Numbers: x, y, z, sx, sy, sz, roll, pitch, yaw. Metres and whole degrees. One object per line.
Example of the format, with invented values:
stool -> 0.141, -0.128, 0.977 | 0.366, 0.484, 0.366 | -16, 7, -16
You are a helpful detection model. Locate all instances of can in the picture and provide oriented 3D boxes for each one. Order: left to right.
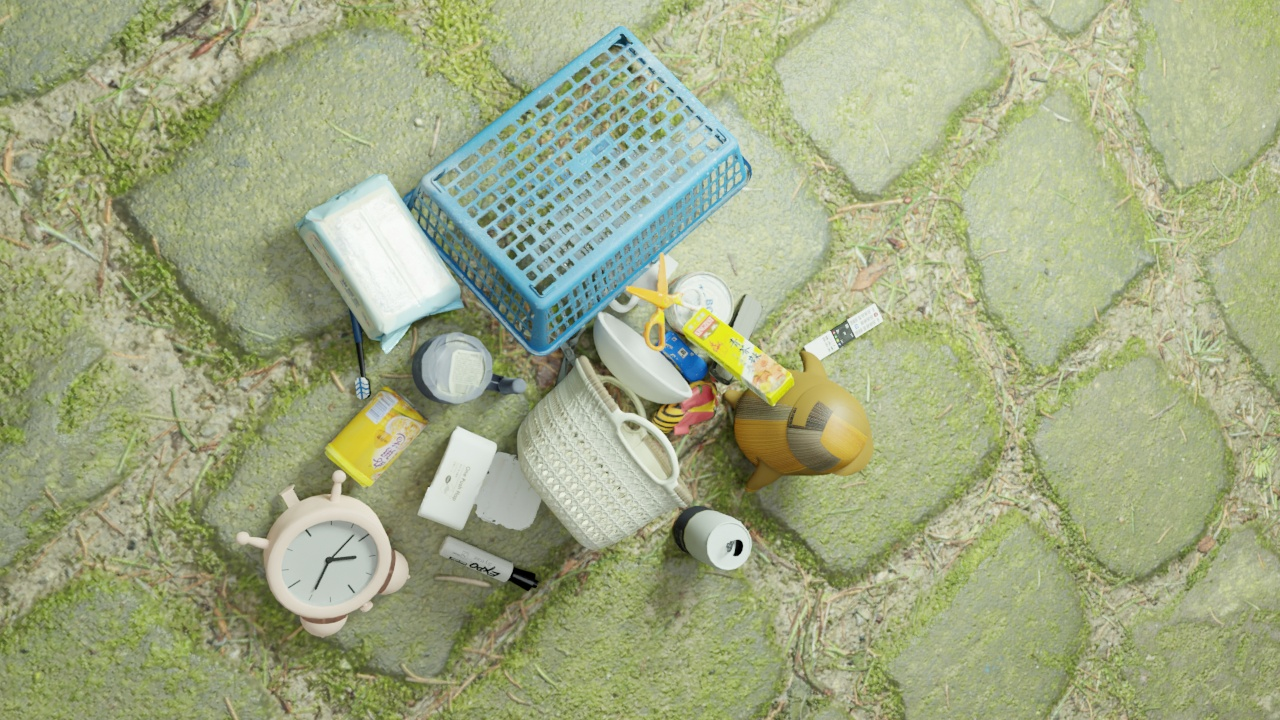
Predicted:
can -> -0.298, 0.085, 1.042 | 0.067, 0.068, 0.105 | 44, 77, -13
can -> 0.074, -0.071, 1.171 | 0.086, 0.043, 0.086 | -1, 92, -16
can -> 0.090, 0.219, 1.132 | 0.064, 0.127, 0.064 | 0, 90, -18

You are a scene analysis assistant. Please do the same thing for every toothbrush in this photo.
toothbrush -> -0.329, -0.039, 1.060 | 0.014, 0.014, 0.167 | -6, 92, 16

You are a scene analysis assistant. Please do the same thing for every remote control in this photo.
remote control -> 0.124, -0.027, 1.179 | 0.033, 0.013, 0.136 | 36, 56, -15
remote control -> 0.276, -0.036, 1.251 | 0.124, 0.012, 0.028 | -30, 99, -15

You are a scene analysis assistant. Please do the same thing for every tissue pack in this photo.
tissue pack -> -0.292, -0.110, 1.037 | 0.111, 0.070, 0.182 | -38, 104, -30

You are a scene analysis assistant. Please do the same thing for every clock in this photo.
clock -> -0.351, 0.217, 1.029 | 0.131, 0.086, 0.160 | -34, 109, -15

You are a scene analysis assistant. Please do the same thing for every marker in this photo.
marker -> -0.180, 0.245, 1.102 | 0.126, 0.025, 0.025 | 27, 82, -16

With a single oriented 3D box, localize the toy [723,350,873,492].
toy -> 0.207, 0.082, 1.129 | 0.162, 0.203, 0.198 | 27, 82, -16

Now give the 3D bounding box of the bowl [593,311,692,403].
bowl -> -0.006, 0.007, 1.102 | 0.149, 0.149, 0.043 | 39, 101, -14

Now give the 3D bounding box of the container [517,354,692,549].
container -> -0.046, 0.102, 1.036 | 0.143, 0.246, 0.184 | -38, 100, 0

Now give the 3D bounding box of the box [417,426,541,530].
box -> -0.175, 0.152, 1.072 | 0.137, 0.126, 0.108 | 25, 84, -7

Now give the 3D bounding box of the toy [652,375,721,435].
toy -> 0.063, 0.059, 1.159 | 0.103, 0.084, 0.046 | -29, 66, -13

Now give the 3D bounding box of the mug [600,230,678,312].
mug -> -0.019, -0.109, 1.121 | 0.089, 0.071, 0.107 | 39, 56, -5

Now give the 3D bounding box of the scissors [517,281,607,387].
scissors -> -0.082, -0.023, 1.137 | 0.141, 0.014, 0.173 | 37, 81, -19

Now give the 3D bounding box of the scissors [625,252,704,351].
scissors -> 0.033, -0.072, 1.104 | 0.127, 0.011, 0.125 | -20, 122, -31

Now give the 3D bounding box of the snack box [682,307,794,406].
snack box -> 0.116, -0.006, 1.102 | 0.040, 0.029, 0.148 | -46, 62, -8

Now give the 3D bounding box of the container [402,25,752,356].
container -> -0.068, -0.214, 1.064 | 0.361, 0.089, 0.257 | -42, 84, -13

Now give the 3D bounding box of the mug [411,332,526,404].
mug -> -0.197, 0.015, 1.055 | 0.124, 0.104, 0.083 | 19, 83, -16

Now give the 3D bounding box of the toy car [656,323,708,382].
toy car -> 0.051, -0.015, 1.152 | 0.092, 0.062, 0.033 | 45, 77, 1
